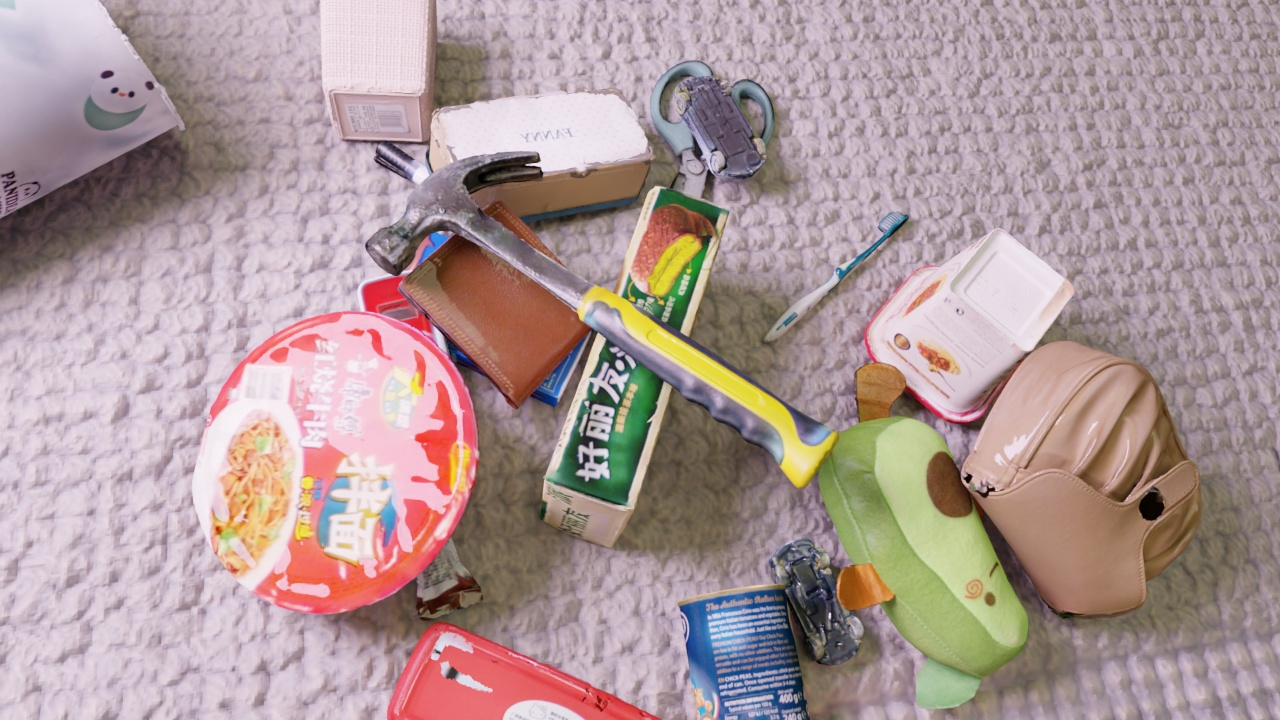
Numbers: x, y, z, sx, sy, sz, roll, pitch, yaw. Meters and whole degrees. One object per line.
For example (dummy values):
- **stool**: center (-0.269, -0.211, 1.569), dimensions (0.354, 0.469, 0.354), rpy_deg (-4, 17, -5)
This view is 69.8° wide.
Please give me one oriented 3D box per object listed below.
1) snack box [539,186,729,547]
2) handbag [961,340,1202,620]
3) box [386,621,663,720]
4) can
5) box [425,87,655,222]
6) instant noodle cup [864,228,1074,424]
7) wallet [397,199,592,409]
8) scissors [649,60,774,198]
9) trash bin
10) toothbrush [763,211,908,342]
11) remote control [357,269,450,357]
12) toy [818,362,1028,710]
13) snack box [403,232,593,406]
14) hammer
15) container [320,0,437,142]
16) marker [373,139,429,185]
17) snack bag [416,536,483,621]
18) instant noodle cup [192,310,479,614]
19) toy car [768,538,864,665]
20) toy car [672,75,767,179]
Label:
- **snack box**: center (-0.004, 0.004, 0.661), dimensions (0.063, 0.115, 0.239), rpy_deg (19, 67, 0)
- **handbag**: center (0.324, 0.091, 0.656), dimensions (0.147, 0.100, 0.204), rpy_deg (-45, 118, -7)
- **box**: center (-0.077, 0.274, 0.581), dimensions (0.201, 0.038, 0.157), rpy_deg (25, 66, -1)
- **can**: center (0.071, 0.212, 0.613), dimensions (0.075, 0.075, 0.111), rpy_deg (-5, 70, -13)
- **box**: center (-0.086, -0.161, 0.732), dimensions (0.184, 0.060, 0.089), rpy_deg (-13, 65, -20)
- **instant noodle cup**: center (0.259, -0.030, 0.719), dimensions (0.116, 0.124, 0.116), rpy_deg (41, 67, 8)
- **wallet**: center (-0.100, -0.042, 0.666), dimensions (0.124, 0.032, 0.101), rpy_deg (46, 67, -8)
- **scissors**: center (0.067, -0.185, 0.803), dimensions (0.139, 0.019, 0.179), rpy_deg (11, 65, -7)
- **trash bin**: center (-0.483, -0.183, 0.596), dimensions (0.251, 0.230, 0.229), rpy_deg (-40, 80, -16)
- **toothbrush**: center (0.166, -0.074, 0.779), dimensions (0.191, 0.016, 0.018), rpy_deg (-40, 70, -22)
- **remote control**: center (-0.165, 0.003, 0.663), dimensions (0.056, 0.020, 0.136), rpy_deg (-12, 86, -4)
- **toy**: center (0.195, 0.117, 0.663), dimensions (0.226, 0.090, 0.246), rpy_deg (-20, 75, -40)
- **snack box**: center (-0.117, -0.035, 0.703), dimensions (0.157, 0.026, 0.084), rpy_deg (24, 68, 0)
- **hammer**: center (-0.016, -0.030, 0.593), dimensions (0.323, 0.032, 0.126), rpy_deg (34, 69, 12)
- **container**: center (-0.210, -0.243, 0.738), dimensions (0.090, 0.090, 0.110), rpy_deg (0, 71, -11)
- **marker**: center (-0.160, -0.136, 0.742), dimensions (0.131, 0.018, 0.022), rpy_deg (35, 90, 5)
- **snack bag**: center (-0.146, 0.124, 0.634), dimensions (0.045, 0.026, 0.105), rpy_deg (-18, 73, -17)
- **instant noodle cup**: center (-0.190, 0.067, 0.607), dimensions (0.194, 0.066, 0.193), rpy_deg (-2, 77, 9)
- **toy car**: center (0.124, 0.174, 0.661), dimensions (0.042, 0.034, 0.090), rpy_deg (-21, 76, -21)
- **toy car**: center (0.067, -0.196, 0.780), dimensions (0.049, 0.031, 0.105), rpy_deg (-22, 72, -17)
